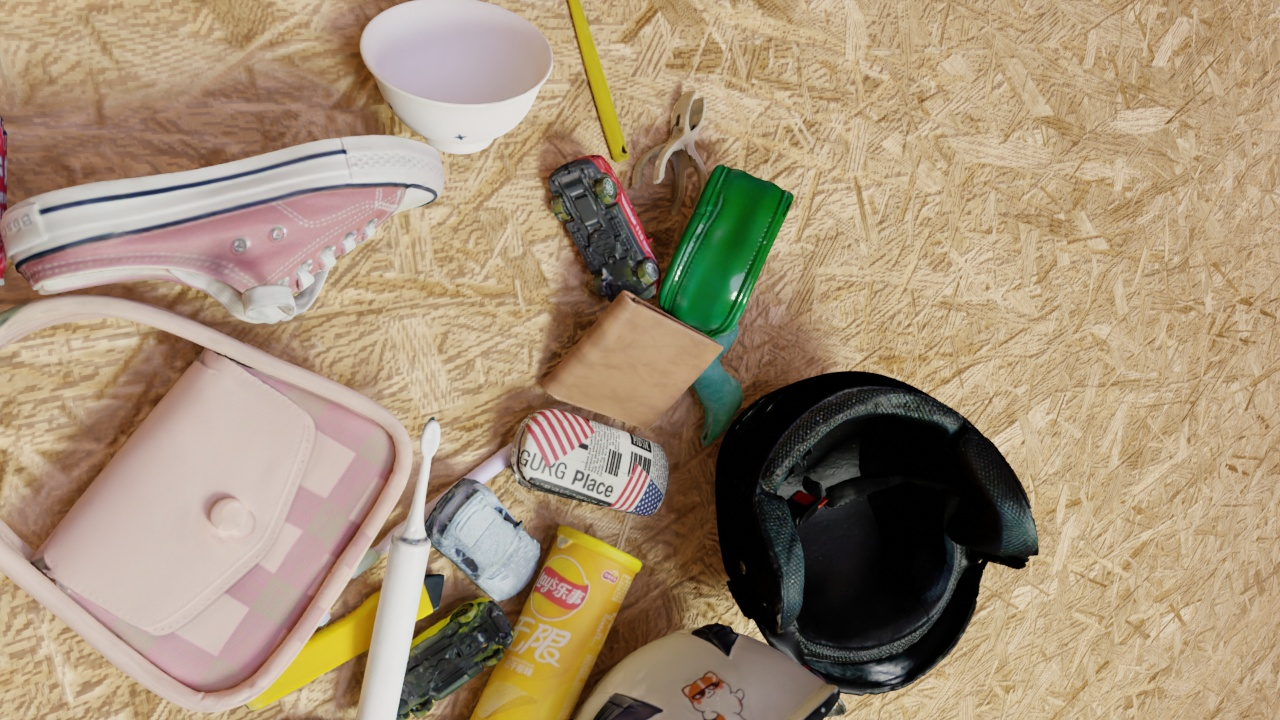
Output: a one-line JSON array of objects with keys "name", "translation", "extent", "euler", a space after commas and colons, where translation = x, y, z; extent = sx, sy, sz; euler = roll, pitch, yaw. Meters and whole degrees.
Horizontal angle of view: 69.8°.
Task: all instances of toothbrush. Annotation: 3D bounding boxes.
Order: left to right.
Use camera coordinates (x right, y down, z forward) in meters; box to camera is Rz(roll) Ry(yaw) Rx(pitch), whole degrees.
[{"name": "toothbrush", "translation": [-0.155, 0.143, 0.599], "extent": [0.026, 0.026, 0.221], "euler": [9, 100, -22]}, {"name": "toothbrush", "translation": [-0.154, 0.115, 0.642], "extent": [0.021, 0.029, 0.188], "euler": [46, 59, 8]}, {"name": "toothbrush", "translation": [-0.039, -0.243, 0.690], "extent": [0.015, 0.017, 0.190], "euler": [-31, 114, -32]}]

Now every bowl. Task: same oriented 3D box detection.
[{"name": "bowl", "translation": [-0.118, -0.175, 0.594], "extent": [0.118, 0.118, 0.065], "euler": [-32, 154, -32]}]

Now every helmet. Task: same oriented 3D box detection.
[{"name": "helmet", "translation": [0.027, 0.297, 0.702], "extent": [0.229, 0.157, 0.275], "euler": [-32, 147, -29]}, {"name": "helmet", "translation": [0.180, 0.138, 0.787], "extent": [0.233, 0.230, 0.275], "euler": [-13, 111, -7]}]

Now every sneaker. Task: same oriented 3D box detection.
[{"name": "sneaker", "translation": [-0.207, -0.065, 0.510], "extent": [0.240, 0.118, 0.088], "euler": [-25, 99, -44]}]

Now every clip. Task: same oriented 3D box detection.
[{"name": "clip", "translation": [0.037, -0.163, 0.754], "extent": [0.095, 0.035, 0.101], "euler": [53, 56, -26]}]

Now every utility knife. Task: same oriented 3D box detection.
[{"name": "utility knife", "translation": [-0.200, 0.185, 0.615], "extent": [0.156, 0.015, 0.033], "euler": [-24, 104, -34]}]

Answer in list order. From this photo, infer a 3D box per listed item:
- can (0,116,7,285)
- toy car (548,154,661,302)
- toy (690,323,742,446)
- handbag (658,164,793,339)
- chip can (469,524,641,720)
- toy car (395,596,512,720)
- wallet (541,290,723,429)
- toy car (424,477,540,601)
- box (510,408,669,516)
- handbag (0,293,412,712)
[{"name": "can", "translation": [-0.338, -0.084, 0.431], "extent": [0.066, 0.067, 0.094], "euler": [0, 96, -40]}, {"name": "toy car", "translation": [-0.023, -0.099, 0.698], "extent": [0.120, 0.053, 0.045], "euler": [65, 33, -20]}, {"name": "toy", "translation": [0.066, 0.014, 0.804], "extent": [0.096, 0.030, 0.092], "euler": [-50, 126, -31]}, {"name": "handbag", "translation": [0.063, -0.082, 0.742], "extent": [0.068, 0.120, 0.131], "euler": [24, 72, 1]}, {"name": "chip can", "translation": [-0.074, 0.234, 0.690], "extent": [0.072, 0.072, 0.213], "euler": [35, 74, -37]}, {"name": "toy car", "translation": [-0.143, 0.211, 0.656], "extent": [0.105, 0.032, 0.048], "euler": [-33, 111, -19]}, {"name": "wallet", "translation": [-0.004, 0.004, 0.716], "extent": [0.115, 0.020, 0.101], "euler": [26, 116, -41]}, {"name": "toy car", "translation": [-0.109, 0.132, 0.659], "extent": [0.054, 0.037, 0.121], "euler": [-52, 141, -21]}, {"name": "box", "translation": [-0.038, 0.082, 0.721], "extent": [0.164, 0.052, 0.069], "euler": [26, 88, -43]}, {"name": "handbag", "translation": [-0.264, 0.062, 0.512], "extent": [0.234, 0.093, 0.193], "euler": [42, 68, -28]}]
